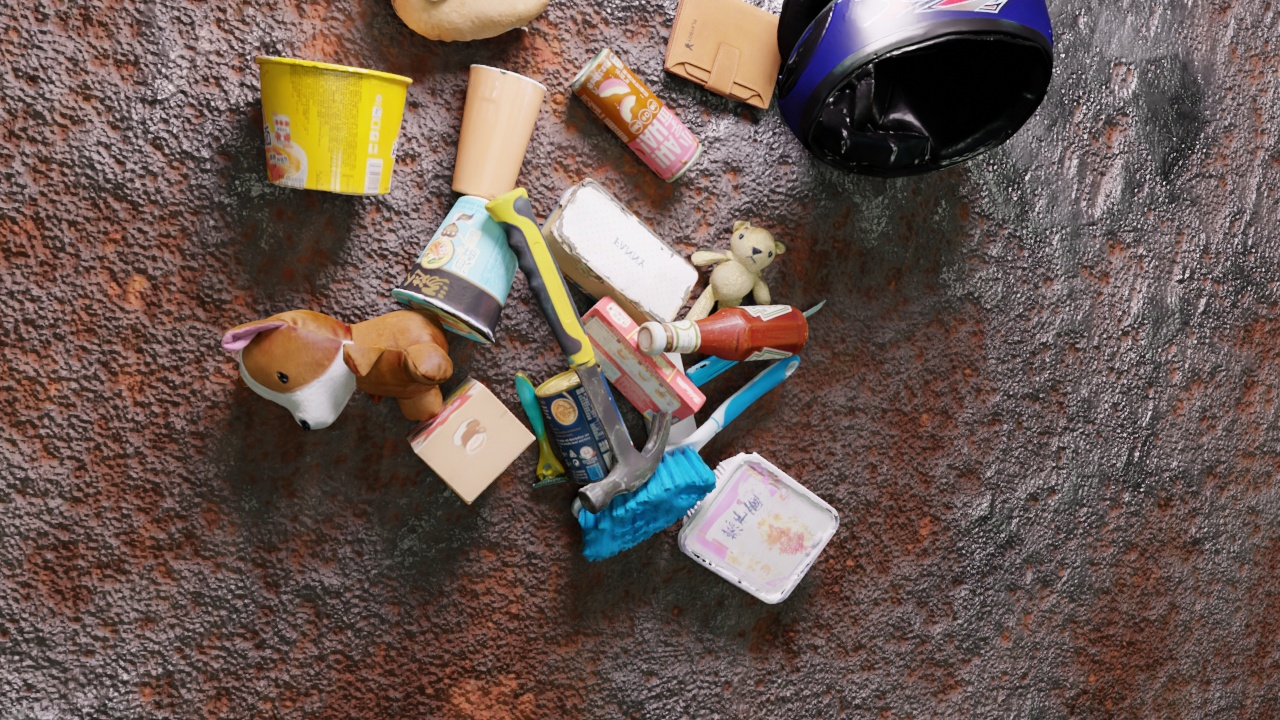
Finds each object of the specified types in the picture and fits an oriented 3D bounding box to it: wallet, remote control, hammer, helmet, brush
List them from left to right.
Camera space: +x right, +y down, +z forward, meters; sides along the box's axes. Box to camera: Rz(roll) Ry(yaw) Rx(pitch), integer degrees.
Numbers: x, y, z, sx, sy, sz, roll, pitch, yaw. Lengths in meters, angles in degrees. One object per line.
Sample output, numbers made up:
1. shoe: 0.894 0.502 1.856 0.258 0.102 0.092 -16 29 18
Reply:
1. hammer: -0.063 -0.016 0.910 0.125 0.032 0.323 -32 107 -30
2. remote control: 0.026 0.037 1.035 0.056 0.019 0.135 -17 102 -13
3. brush: 0.060 0.100 1.000 0.314 0.109 0.060 -29 128 -2
4. wallet: 0.095 -0.347 1.013 0.131 0.031 0.108 16 89 -19
5. helmet: 0.261 -0.339 0.958 0.314 0.248 0.240 -7 58 -27

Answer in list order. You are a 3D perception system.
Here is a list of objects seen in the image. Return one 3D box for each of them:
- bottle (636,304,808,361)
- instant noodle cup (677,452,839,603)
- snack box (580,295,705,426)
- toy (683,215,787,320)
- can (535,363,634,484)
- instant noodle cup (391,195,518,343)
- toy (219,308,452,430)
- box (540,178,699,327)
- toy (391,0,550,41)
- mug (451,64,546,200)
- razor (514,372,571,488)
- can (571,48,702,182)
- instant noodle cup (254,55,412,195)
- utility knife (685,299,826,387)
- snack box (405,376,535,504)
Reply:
1. bottle: 0.089 -0.028 0.977 0.205 0.060 0.060 -4 97 -35
2. instant noodle cup: 0.128 0.186 1.057 0.173 0.060 0.138 35 92 -25
3. snack box: -0.006 0.006 0.975 0.153 0.075 0.025 46 53 -6
4. toy: 0.098 -0.081 1.025 0.105 0.066 0.157 29 100 -6
5. can: -0.057 0.069 0.980 0.075 0.075 0.111 -26 104 -16
6. instant noodle cup: -0.171 -0.094 0.912 0.111 0.111 0.120 28 78 -20
7. toy: -0.281 0.008 0.860 0.199 0.140 0.130 8 59 -14
8. box: -0.020 -0.102 0.973 0.184 0.060 0.089 42 64 -20
9. toy: -0.142 -0.392 0.896 0.225 0.082 0.143 -23 112 -19
10. mug: -0.147 -0.223 0.919 0.078 0.078 0.123 13 97 -21
11. razor: -0.112 0.073 0.986 0.043 0.028 0.132 -13 105 12
12. can: -0.003 -0.258 0.972 0.147 0.058 0.058 41 82 -19
13. instant noodle cup: -0.283 -0.212 0.843 0.138 0.138 0.110 2 104 -20
14. utility knife: 0.137 -0.023 1.064 0.198 0.034 0.018 -30 65 -16
15. snack box: -0.174 0.078 0.929 0.092 0.094 0.077 -45 108 -10
